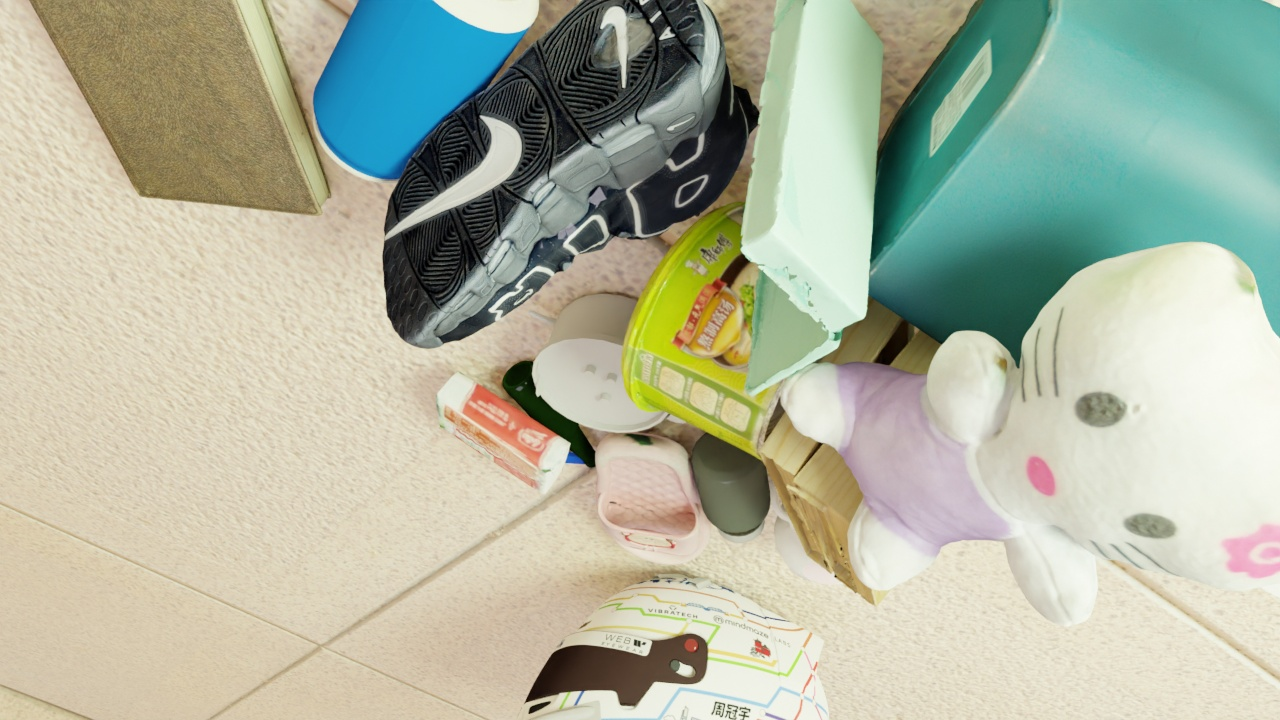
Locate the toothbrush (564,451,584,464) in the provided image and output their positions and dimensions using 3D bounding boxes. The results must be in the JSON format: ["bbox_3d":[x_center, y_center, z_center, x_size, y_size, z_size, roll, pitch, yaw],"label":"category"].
[{"bbox_3d":[-0.045,0.091,0.831,0.187,0.011,0.017,8,140,8],"label":"toothbrush"}]

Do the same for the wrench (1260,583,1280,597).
[{"bbox_3d":[0.271,0.002,0.341,0.047,0.009,0.274,4,131,27],"label":"wrench"}]

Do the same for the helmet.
[{"bbox_3d":[0.031,0.333,0.912,0.314,0.235,0.232,11,144,-7],"label":"helmet"}]

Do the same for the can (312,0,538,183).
[{"bbox_3d":[-0.122,-0.168,0.503,0.079,0.078,0.146,32,137,-20],"label":"can"}]

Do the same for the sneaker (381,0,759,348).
[{"bbox_3d":[-0.033,-0.093,0.527,0.253,0.097,0.150,-38,152,25],"label":"sneaker"}]

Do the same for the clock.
[{"bbox_3d":[-0.004,0.004,0.679,0.159,0.060,0.120,1,138,17],"label":"clock"}]

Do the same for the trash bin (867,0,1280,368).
[{"bbox_3d":[0.237,-0.071,0.431,0.218,0.198,0.197,27,139,-4],"label":"trash bin"}]

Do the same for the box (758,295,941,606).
[{"bbox_3d":[0.153,0.069,0.594,0.092,0.128,0.249,41,173,29],"label":"box"}]

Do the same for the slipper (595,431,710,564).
[{"bbox_3d":[0.006,0.130,0.819,0.107,0.055,0.222,5,145,11],"label":"slipper"}]

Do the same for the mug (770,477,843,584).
[{"bbox_3d":[0.148,0.138,0.775,0.090,0.076,0.124,-26,125,38],"label":"mug"}]

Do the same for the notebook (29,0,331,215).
[{"bbox_3d":[-0.310,-0.189,0.572,0.190,0.034,0.216,9,140,9],"label":"notebook"}]

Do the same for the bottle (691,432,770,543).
[{"bbox_3d":[0.079,0.107,0.774,0.060,0.060,0.108,1,138,16],"label":"bottle"}]

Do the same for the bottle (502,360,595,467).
[{"bbox_3d":[-0.070,0.050,0.776,0.033,0.032,0.123,-12,134,28],"label":"bottle"}]

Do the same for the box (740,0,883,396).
[{"bbox_3d":[0.069,-0.090,0.443,0.078,0.186,0.113,23,148,-15],"label":"box"}]

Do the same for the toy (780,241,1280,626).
[{"bbox_3d":[0.166,0.036,0.377,0.210,0.085,0.137,-19,96,51],"label":"toy"}]

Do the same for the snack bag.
[{"bbox_3d":[-0.115,0.062,0.768,0.116,0.036,0.077,32,156,5],"label":"snack bag"}]

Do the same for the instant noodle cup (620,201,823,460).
[{"bbox_3d":[0.068,-0.013,0.556,0.098,0.145,0.146,32,146,25],"label":"instant noodle cup"}]
